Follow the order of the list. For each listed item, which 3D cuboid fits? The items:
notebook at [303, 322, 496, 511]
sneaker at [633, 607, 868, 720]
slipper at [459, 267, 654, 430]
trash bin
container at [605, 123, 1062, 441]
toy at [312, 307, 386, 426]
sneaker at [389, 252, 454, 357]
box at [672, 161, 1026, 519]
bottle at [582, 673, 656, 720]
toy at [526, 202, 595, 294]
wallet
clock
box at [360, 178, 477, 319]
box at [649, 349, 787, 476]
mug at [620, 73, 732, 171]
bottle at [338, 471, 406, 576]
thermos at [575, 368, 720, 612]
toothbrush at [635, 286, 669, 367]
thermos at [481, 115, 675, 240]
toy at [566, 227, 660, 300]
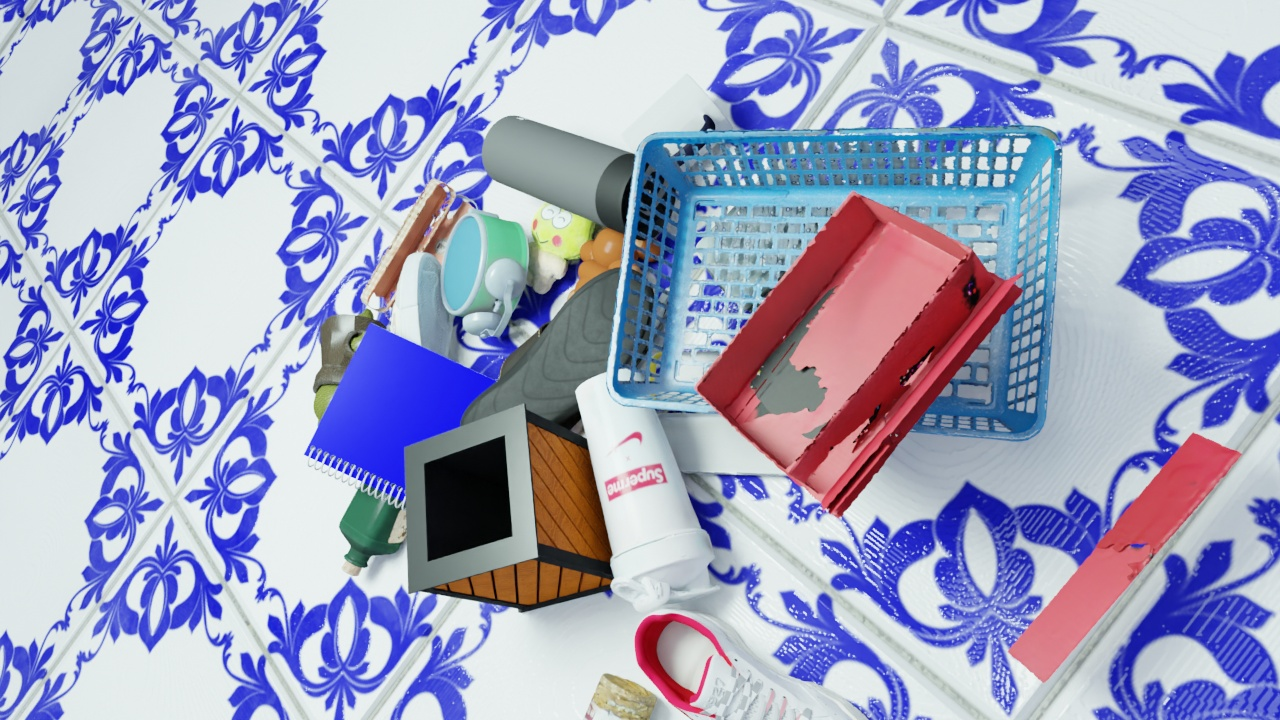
[{"bbox_3d":[-0.241,0.079,1.013,0.209,0.022,0.171,25,83,1],"label":"notebook"},{"bbox_3d":[0.087,0.283,0.756,0.237,0.104,0.090,31,88,35],"label":"sneaker"},{"bbox_3d":[-0.084,0.010,0.978,0.268,0.075,0.113,-44,82,12],"label":"slipper"},{"bbox_3d":[-0.114,0.150,0.885,0.140,0.171,0.139,-20,62,23],"label":"trash bin"},{"bbox_3d":[0.165,-0.067,0.808,0.363,0.089,0.257,4,81,20],"label":"container"},{"bbox_3d":[-0.360,0.011,1.137,0.180,0.078,0.152,-28,56,55],"label":"toy"},{"bbox_3d":[-0.276,-0.009,1.083,0.091,0.089,0.242,-9,77,20],"label":"sneaker"},{"bbox_3d":[0.153,-0.015,0.693,0.164,0.153,0.215,37,95,2],"label":"box"},{"bbox_3d":[-0.030,0.345,0.831,0.056,0.056,0.105,18,81,34],"label":"bottle"},{"bbox_3d":[-0.100,-0.134,1.068,0.092,0.046,0.115,34,98,38],"label":"toy"},{"bbox_3d":[0.128,-0.121,0.922,0.132,0.054,0.100,-41,57,13],"label":"wallet"},{"bbox_3d":[-0.173,-0.093,1.058,0.122,0.075,0.161,-56,41,32],"label":"clock"},{"bbox_3d":[-0.277,-0.134,1.158,0.042,0.082,0.187,30,90,47],"label":"box"},{"bbox_3d":[0.098,0.049,0.887,0.210,0.036,0.129,-2,74,29],"label":"box"},{"bbox_3d":[0.043,-0.244,0.994,0.097,0.078,0.111,-41,29,11],"label":"mug"},{"bbox_3d":[-0.302,0.184,1.051,0.061,0.061,0.131,25,85,33],"label":"bottle"},{"bbox_3d":[-0.002,0.122,0.865,0.099,0.099,0.220,-26,68,20],"label":"thermos"},{"bbox_3d":[-0.006,0.006,0.975,0.017,0.016,0.189,24,85,25],"label":"toothbrush"},{"bbox_3d":[-0.071,-0.205,1.012,0.240,0.082,0.082,28,87,39],"label":"thermos"},{"bbox_3d":[-0.036,-0.089,1.011,0.095,0.065,0.128,33,98,43],"label":"toy"}]
